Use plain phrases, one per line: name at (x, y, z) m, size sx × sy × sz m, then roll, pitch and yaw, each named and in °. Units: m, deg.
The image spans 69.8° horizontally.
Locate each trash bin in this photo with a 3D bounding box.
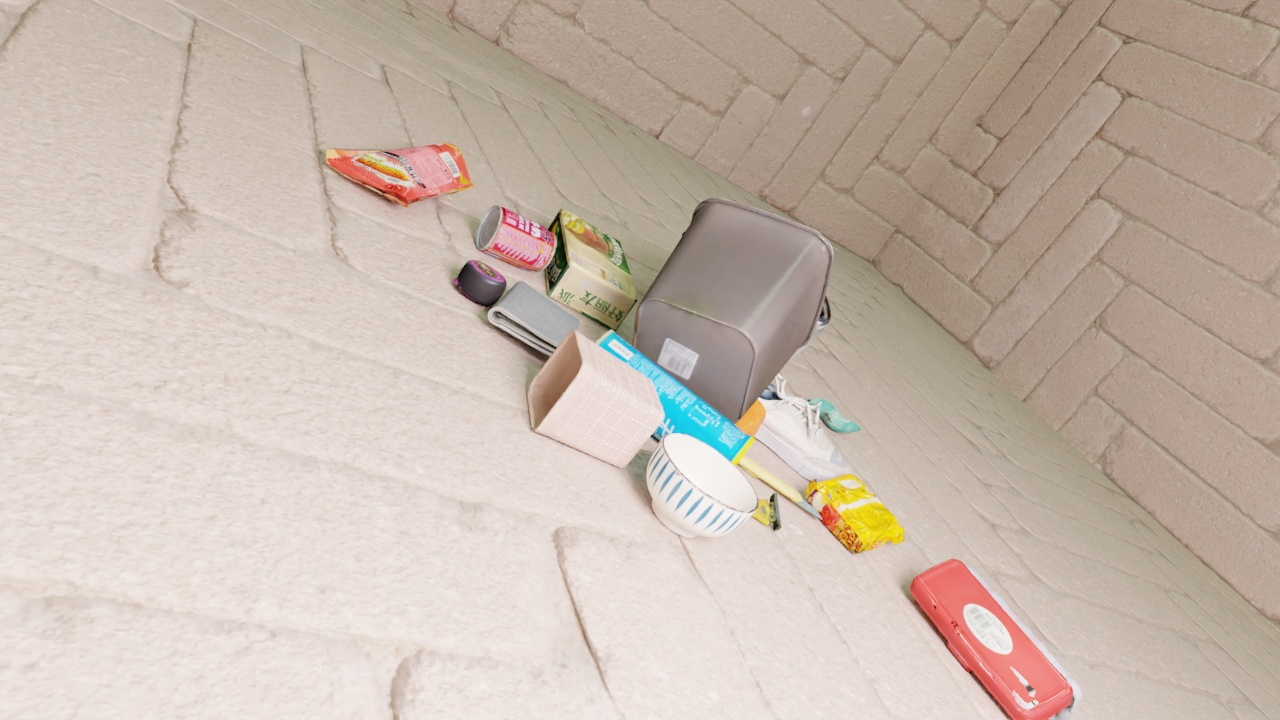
trash bin at (0.102, -0.056, 1.143) m, size 0.199 × 0.199 × 0.219 m, roll 22°, pitch 44°, yaw 17°

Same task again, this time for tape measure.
tape measure at (-0.190, -0.091, 1.091) m, size 0.057 × 0.039 × 0.057 m, roll 33°, pitch 14°, yaw -6°

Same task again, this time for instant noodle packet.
instant noodle packet at (0.275, 0.196, 1.175) m, size 0.128 × 0.044 × 0.110 m, roll 3°, pitch 43°, yaw -51°

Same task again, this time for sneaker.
sneaker at (0.206, 0.082, 1.259) m, size 0.242 × 0.091 × 0.089 m, roll 35°, pitch 20°, yaw -2°

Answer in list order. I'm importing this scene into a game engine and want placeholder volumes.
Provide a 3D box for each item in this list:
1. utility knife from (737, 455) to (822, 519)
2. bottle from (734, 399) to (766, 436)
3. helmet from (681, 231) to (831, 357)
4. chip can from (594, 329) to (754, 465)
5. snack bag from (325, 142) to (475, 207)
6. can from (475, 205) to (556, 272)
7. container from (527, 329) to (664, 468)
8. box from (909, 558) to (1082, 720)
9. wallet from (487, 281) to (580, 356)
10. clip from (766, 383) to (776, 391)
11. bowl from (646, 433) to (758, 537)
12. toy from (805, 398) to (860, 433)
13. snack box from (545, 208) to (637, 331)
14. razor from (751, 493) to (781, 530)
utility knife at (0.151, 0.140, 1.139) m, size 0.182 × 0.019 × 0.030 m, roll 30°, pitch 23°, yaw 5°
bottle at (0.088, 0.050, 1.195) m, size 0.149 × 0.067 × 0.066 m, roll 32°, pitch 18°, yaw 14°
helmet at (0.165, -0.086, 1.497) m, size 0.274 × 0.157 × 0.229 m, roll 28°, pitch 19°, yaw 12°
chip can at (0.027, 0.054, 1.057) m, size 0.210 × 0.071 × 0.071 m, roll 37°, pitch 19°, yaw 9°
snack bag at (-0.315, -0.253, 1.242) m, size 0.128 × 0.073 × 0.207 m, roll 33°, pitch 24°, yaw 8°
can at (-0.170, -0.165, 1.258) m, size 0.093 × 0.067 × 0.066 m, roll 22°, pitch 23°, yaw -33°
container at (-0.044, 0.043, 0.941) m, size 0.111 × 0.090 × 0.089 m, roll 30°, pitch 19°, yaw -25°
box at (0.400, 0.335, 1.061) m, size 0.094 × 0.100 × 0.201 m, roll -21°, pitch 47°, yaw -17°
wallet at (-0.122, -0.043, 1.092) m, size 0.106 × 0.037 × 0.129 m, roll 33°, pitch 17°, yaw -6°
clip at (0.214, 0.056, 1.446) m, size 0.026 × 0.037 × 0.058 m, roll 23°, pitch 23°, yaw -36°
bowl at (0.052, 0.133, 0.915) m, size 0.116 × 0.066 × 0.116 m, roll 32°, pitch 18°, yaw -12°
toy at (0.307, 0.089, 1.513) m, size 0.096 × 0.030 × 0.092 m, roll 9°, pitch 26°, yaw -38°
snack box at (-0.079, -0.140, 1.356) m, size 0.114 × 0.063 × 0.239 m, roll 28°, pitch 20°, yaw -21°
razor at (0.105, 0.155, 1.011) m, size 0.132 × 0.028 × 0.043 m, roll 24°, pitch 53°, yaw -37°
